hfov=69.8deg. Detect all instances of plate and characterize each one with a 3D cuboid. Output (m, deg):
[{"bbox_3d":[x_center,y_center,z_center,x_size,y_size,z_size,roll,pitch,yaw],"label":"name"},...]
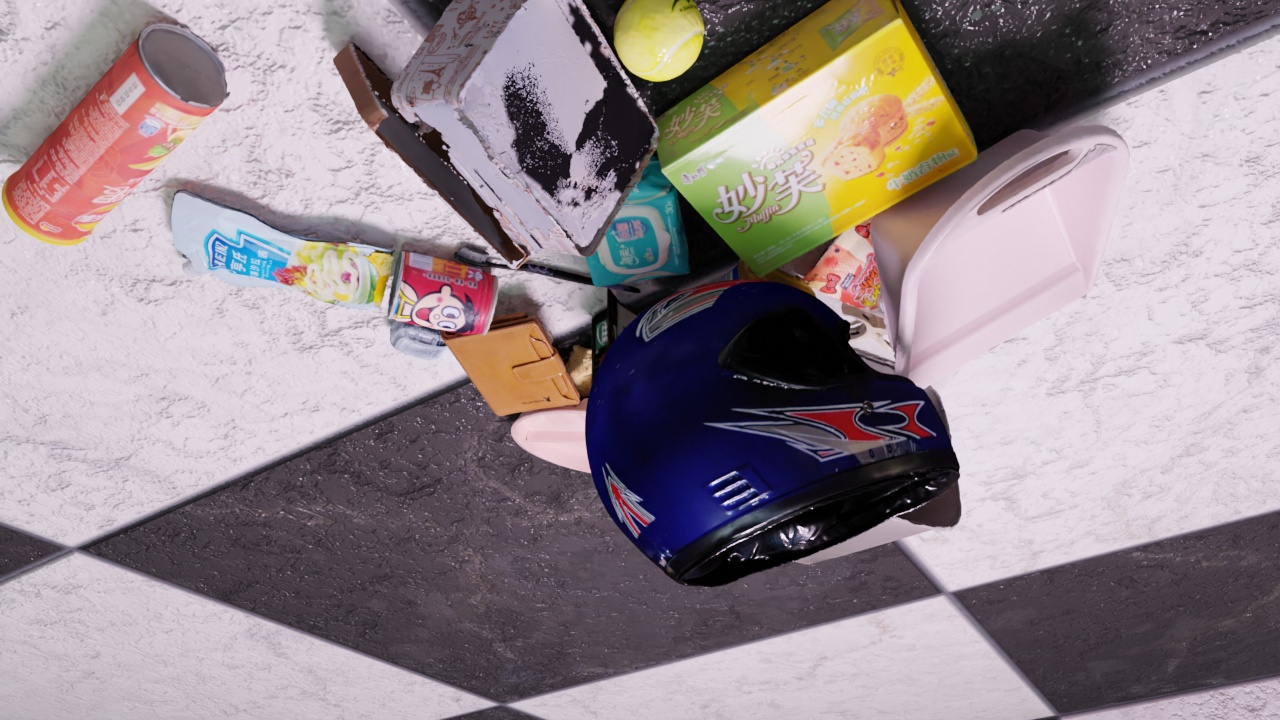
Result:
[{"bbox_3d":[-0.038,0.093,1.086,0.229,0.028,0.230,7,156,3],"label":"plate"}]

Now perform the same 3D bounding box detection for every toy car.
[{"bbox_3d":[-0.217,-0.019,0.962,0.090,0.034,0.043,18,135,-29],"label":"toy car"}]

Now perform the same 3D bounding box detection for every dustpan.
[{"bbox_3d":[0.311,-0.075,0.777,0.222,0.138,0.273,-32,122,0],"label":"dustpan"}]

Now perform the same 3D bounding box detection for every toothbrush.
[{"bbox_3d":[-0.087,-0.088,0.897,0.189,0.014,0.017,10,129,-18],"label":"toothbrush"}]

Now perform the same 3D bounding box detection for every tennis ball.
[{"bbox_3d":[0.013,-0.236,0.661,0.065,0.065,0.066,-2,143,-2],"label":"tennis ball"}]

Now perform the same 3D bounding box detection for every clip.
[{"bbox_3d":[0.255,-0.033,0.983,0.100,0.034,0.071,8,143,-7],"label":"clip"}]

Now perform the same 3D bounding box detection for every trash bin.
[{"bbox_3d":[0.220,0.126,1.076,0.199,0.198,0.220,18,146,-23],"label":"trash bin"}]

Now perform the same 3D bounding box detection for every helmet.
[{"bbox_3d":[0.103,0.047,0.813,0.314,0.240,0.248,-10,154,-28],"label":"helmet"}]

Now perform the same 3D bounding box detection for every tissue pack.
[{"bbox_3d":[-0.008,-0.120,0.828,0.093,0.050,0.134,-9,144,5],"label":"tissue pack"}]

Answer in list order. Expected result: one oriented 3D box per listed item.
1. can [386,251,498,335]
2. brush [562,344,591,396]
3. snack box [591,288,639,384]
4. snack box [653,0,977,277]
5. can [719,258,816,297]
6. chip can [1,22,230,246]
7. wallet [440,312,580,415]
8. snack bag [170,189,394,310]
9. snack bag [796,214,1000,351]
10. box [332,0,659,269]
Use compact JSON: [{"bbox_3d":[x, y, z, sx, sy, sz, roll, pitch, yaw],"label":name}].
[{"bbox_3d":[-0.188,-0.062,0.876,0.093,0.066,0.067,12,141,-20],"label":"can"},{"bbox_3d":[-0.007,0.050,1.072,0.083,0.045,0.254,-20,145,22],"label":"brush"},{"bbox_3d":[-0.006,0.006,0.944,0.125,0.113,0.053,29,134,-35],"label":"snack box"},{"bbox_3d":[0.138,-0.177,0.735,0.210,0.070,0.157,-29,135,24],"label":"snack box"},{"bbox_3d":[0.115,-0.049,0.929,0.102,0.057,0.083,20,140,-28],"label":"can"},{"bbox_3d":[-0.410,-0.170,0.710,0.217,0.073,0.073,-28,137,29],"label":"chip can"},{"bbox_3d":[-0.132,0.006,0.958,0.108,0.031,0.132,-8,138,15],"label":"wallet"},{"bbox_3d":[-0.330,-0.094,0.849,0.191,0.038,0.111,12,152,-19],"label":"snack bag"},{"bbox_3d":[0.274,-0.080,0.906,0.207,0.073,0.129,20,139,-17],"label":"snack bag"},{"bbox_3d":[-0.122,-0.176,0.698,0.187,0.154,0.183,17,159,38],"label":"box"}]
